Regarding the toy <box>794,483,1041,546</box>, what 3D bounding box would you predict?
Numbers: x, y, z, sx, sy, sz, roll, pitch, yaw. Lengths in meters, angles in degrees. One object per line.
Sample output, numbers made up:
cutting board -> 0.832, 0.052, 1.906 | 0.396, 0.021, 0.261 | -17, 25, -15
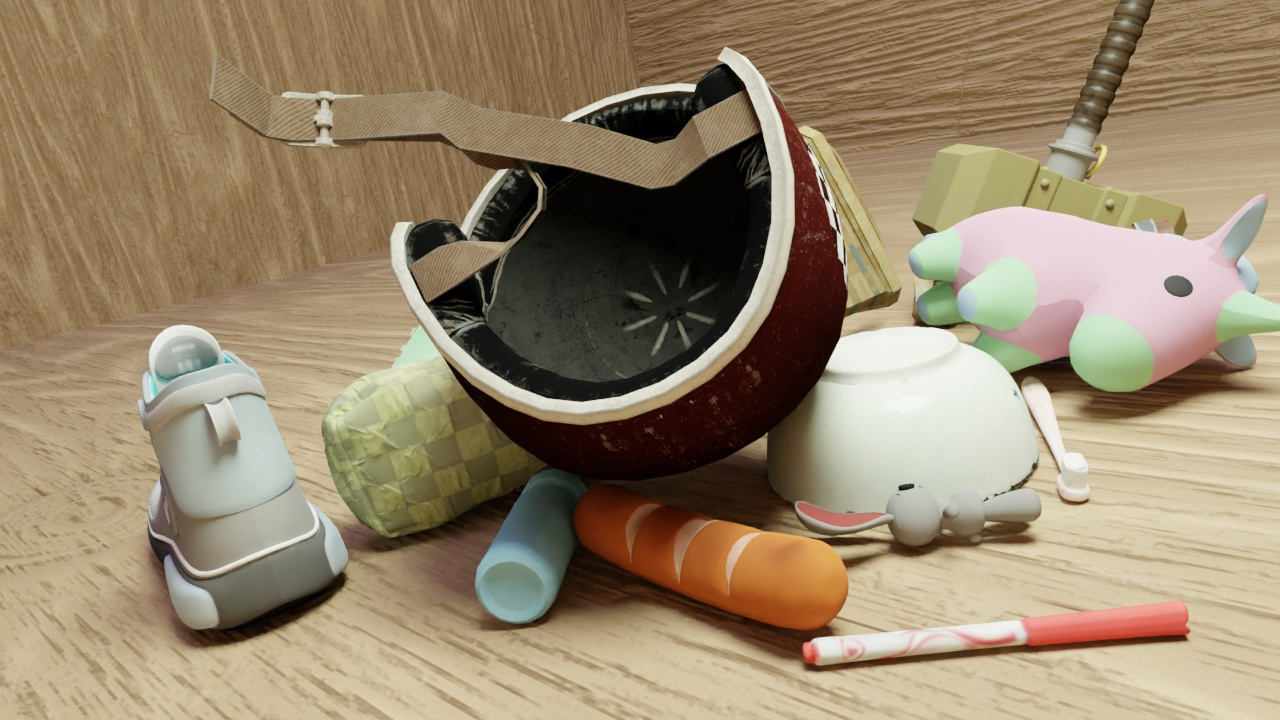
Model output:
toy -> 0.131, 0.074, 0.440 | 0.112, 0.030, 0.049 | -6, -13, 9

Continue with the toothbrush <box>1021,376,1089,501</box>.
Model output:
toothbrush -> 0.237, 0.036, 0.531 | 0.016, 0.018, 0.180 | 1, 16, 16

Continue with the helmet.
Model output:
helmet -> -0.016, -0.053, 0.477 | 0.233, 0.233, 0.253 | -26, -17, 8

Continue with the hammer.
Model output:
hammer -> 0.373, -0.227, 0.739 | 0.190, 0.325, 0.100 | 17, 15, -2

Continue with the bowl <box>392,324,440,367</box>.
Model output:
bowl -> -0.146, -0.011, 0.833 | 0.151, 0.077, 0.150 | -33, 31, 23

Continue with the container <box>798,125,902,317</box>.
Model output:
container -> 0.118, -0.098, 0.780 | 0.186, 0.157, 0.250 | -32, 7, -19

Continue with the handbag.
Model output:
handbag -> -0.117, 0.039, 0.609 | 0.186, 0.113, 0.117 | -20, 9, -26

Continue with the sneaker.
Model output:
sneaker -> -0.268, 0.054, 0.566 | 0.092, 0.160, 0.257 | -20, 19, -31

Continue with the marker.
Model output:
marker -> 0.134, 0.106, 0.354 | 0.142, 0.013, 0.012 | -9, 15, 10

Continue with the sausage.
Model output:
sausage -> 0.028, 0.090, 0.430 | 0.164, 0.044, 0.039 | 6, 48, 50

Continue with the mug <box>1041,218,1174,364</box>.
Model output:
mug -> 0.332, -0.044, 0.673 | 0.111, 0.081, 0.117 | -9, 38, 24

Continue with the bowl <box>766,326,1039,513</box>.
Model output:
bowl -> 0.144, 0.027, 0.530 | 0.153, 0.073, 0.153 | -12, 15, 3

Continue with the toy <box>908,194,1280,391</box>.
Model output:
toy -> 0.284, -0.053, 0.602 | 0.171, 0.120, 0.222 | -20, 32, 0

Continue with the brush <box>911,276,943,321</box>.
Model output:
brush -> 0.281, -0.078, 0.848 | 0.043, 0.059, 0.194 | 6, 22, 24

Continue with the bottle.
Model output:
bottle -> -0.053, 0.091, 0.495 | 0.040, 0.040, 0.129 | -9, 15, 9
